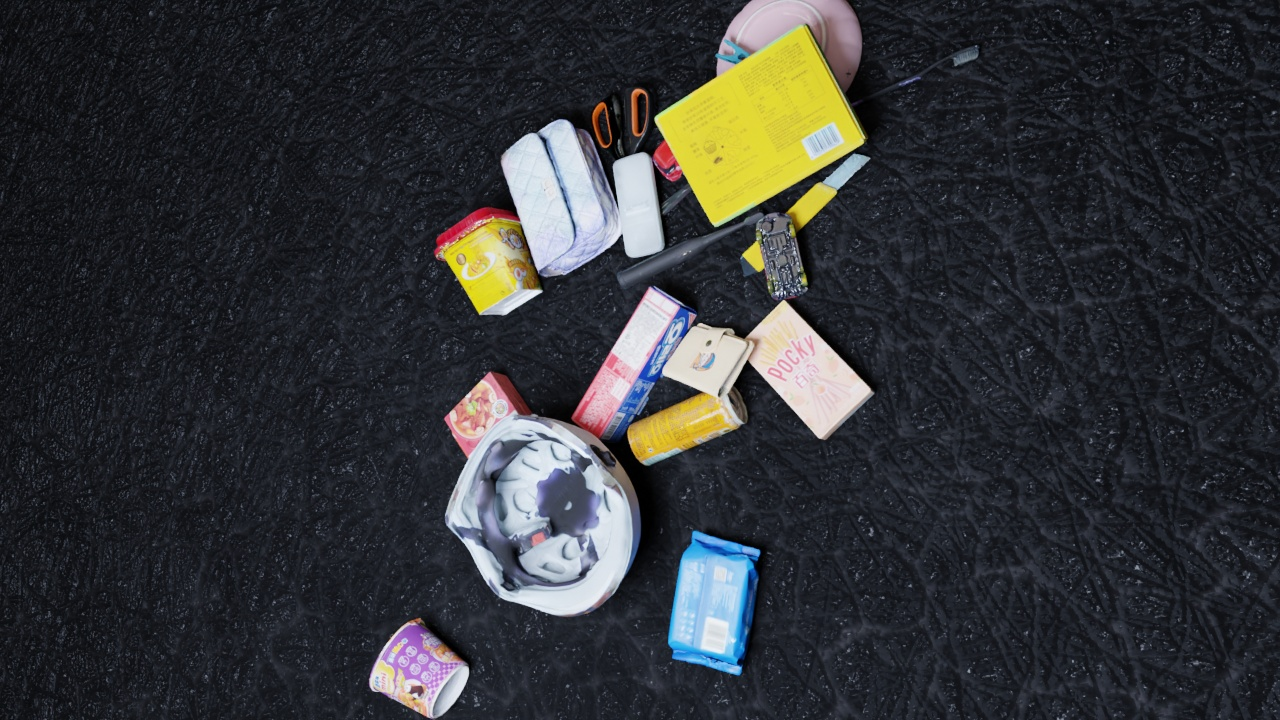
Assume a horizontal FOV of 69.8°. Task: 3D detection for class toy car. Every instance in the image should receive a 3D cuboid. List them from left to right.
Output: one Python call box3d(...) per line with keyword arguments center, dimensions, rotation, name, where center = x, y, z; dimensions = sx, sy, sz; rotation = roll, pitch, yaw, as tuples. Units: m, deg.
box3d(center=(0.068, -0.291, 1.202), dimensions=(0.121, 0.045, 0.053), rotation=(-44, 67, 13), name="toy car")
box3d(center=(0.172, -0.128, 1.122), dimensions=(0.049, 0.031, 0.106), rotation=(-14, 93, 10), name="toy car")

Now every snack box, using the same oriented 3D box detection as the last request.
box3d(center=(-0.214, 0.101, 1.294), dimensions=(0.127, 0.044, 0.113), rotation=(-45, 66, 15), name="snack box")
box3d(center=(-0.007, 0.007, 1.193), dimensions=(0.058, 0.057, 0.207), rotation=(36, 100, 29), name="snack box")
box3d(center=(0.146, -0.282, 1.115), dimensions=(0.210, 0.069, 0.157), rotation=(-28, 95, 22), name="snack box")
box3d(center=(0.197, 0.011, 1.103), dimensions=(0.084, 0.026, 0.157), rotation=(-47, 66, 14), name="snack box")

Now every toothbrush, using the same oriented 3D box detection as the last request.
box3d(center=(0.065, -0.147, 1.195), dimensions=(0.213, 0.027, 0.026), rotation=(-24, 118, 22), name="toothbrush")
box3d(center=(0.077, -0.241, 1.206), dimensions=(0.181, 0.018, 0.015), rotation=(-40, 70, 19), name="toothbrush")
box3d(center=(0.312, -0.329, 1.098), dimensions=(0.189, 0.014, 0.016), rotation=(-21, 86, 24), name="toothbrush")

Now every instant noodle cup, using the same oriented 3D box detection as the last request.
box3d(center=(-0.299, 0.430, 1.263), dimensions=(0.099, 0.111, 0.111), rotation=(27, 96, 21), name="instant noodle cup")
box3d(center=(-0.207, -0.135, 1.291), dimensions=(0.116, 0.116, 0.123), rotation=(-29, 82, 21), name="instant noodle cup")

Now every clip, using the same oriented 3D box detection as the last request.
box3d(center=(0.122, -0.385, 1.157), dimensions=(0.056, 0.014, 0.040), rotation=(34, 99, 26), name="clip")

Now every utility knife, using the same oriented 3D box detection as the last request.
box3d(center=(0.200, -0.180, 1.133), dimensions=(0.207, 0.015, 0.033), rotation=(-44, 87, 15), name="utility knife")

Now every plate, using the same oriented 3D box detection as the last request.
box3d(center=(0.180, -0.390, 1.159), dimensions=(0.193, 0.039, 0.192), rotation=(-4, 81, 27), name="plate")

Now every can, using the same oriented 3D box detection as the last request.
box3d(center=(0.057, 0.080, 1.148), dimensions=(0.146, 0.058, 0.058), rotation=(-25, 72, 22), name="can")

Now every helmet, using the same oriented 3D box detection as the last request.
box3d(center=(-0.101, 0.192, 1.167), dimensions=(0.259, 0.145, 0.229), rotation=(35, 102, 19), name="helmet")

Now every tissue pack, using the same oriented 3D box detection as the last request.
box3d(center=(0.091, 0.291, 1.106), dimensions=(0.095, 0.052, 0.157), rotation=(8, 87, 26), name="tissue pack")

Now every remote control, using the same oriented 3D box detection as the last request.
box3d(center=(-0.002, -0.207, 1.223), dimensions=(0.056, 0.020, 0.136), rotation=(-12, 84, 26), name="remote control")

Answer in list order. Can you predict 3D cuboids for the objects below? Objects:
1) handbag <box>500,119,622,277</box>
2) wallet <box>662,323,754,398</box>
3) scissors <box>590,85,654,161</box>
box3d(center=(-0.113, -0.228, 1.268), dimensions=(0.134, 0.075, 0.193), rotation=(-30, 70, 26), name="handbag")
box3d(center=(0.084, -0.005, 1.137), dimensions=(0.087, 0.024, 0.115), rotation=(-55, 34, -9), name="wallet")
box3d(center=(-0.026, -0.263, 1.266), dimensions=(0.163, 0.021, 0.234), rotation=(19, 99, 35), name="scissors")
